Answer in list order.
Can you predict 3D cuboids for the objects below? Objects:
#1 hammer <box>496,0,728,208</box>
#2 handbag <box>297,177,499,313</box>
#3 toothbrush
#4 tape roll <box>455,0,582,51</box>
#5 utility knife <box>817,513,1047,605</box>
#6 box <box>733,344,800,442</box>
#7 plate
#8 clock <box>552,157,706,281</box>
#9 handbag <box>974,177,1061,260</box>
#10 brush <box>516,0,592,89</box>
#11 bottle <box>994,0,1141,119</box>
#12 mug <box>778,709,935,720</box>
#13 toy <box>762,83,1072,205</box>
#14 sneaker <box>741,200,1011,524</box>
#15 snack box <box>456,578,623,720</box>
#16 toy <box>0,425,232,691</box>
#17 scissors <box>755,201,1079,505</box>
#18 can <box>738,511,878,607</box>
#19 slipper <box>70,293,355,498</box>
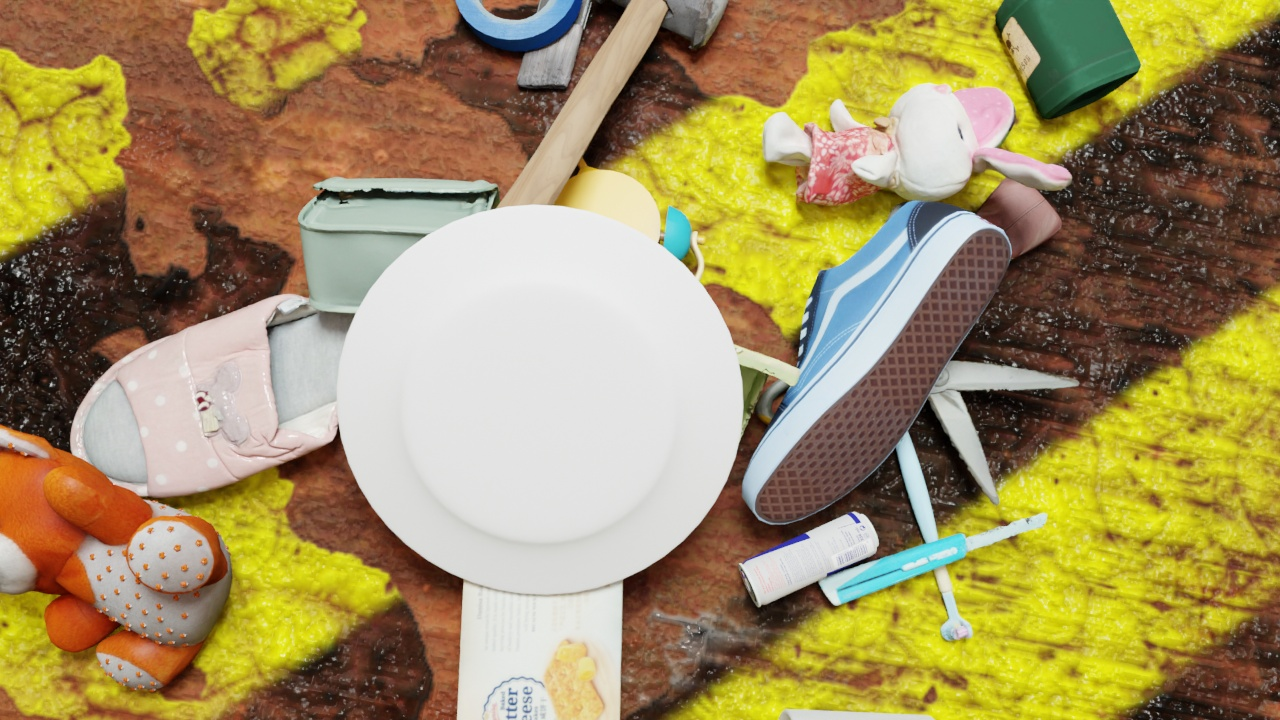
[{"bbox_3d":[-0.033,-0.173,0.612,0.098,0.052,0.327,26,64,0],"label":"hammer"},{"bbox_3d":[-0.159,-0.085,0.614,0.122,0.106,0.067,1,123,-2],"label":"handbag"},{"bbox_3d":[0.204,0.122,0.651,0.022,0.016,0.155,-18,83,32],"label":"toothbrush"},{"bbox_3d":[-0.089,-0.273,0.673,0.091,0.016,0.093,-24,77,3],"label":"tape roll"},{"bbox_3d":[0.202,0.133,0.635,0.162,0.015,0.022,-22,90,4],"label":"utility knife"},{"bbox_3d":[0.000,-0.009,0.605,0.188,0.128,0.066,18,60,-7],"label":"box"},{"bbox_3d":[-0.060,0.031,0.543,0.242,0.016,0.243,0,104,-1],"label":"plate"},{"bbox_3d":[-0.018,-0.082,0.651,0.129,0.044,0.099,43,82,10],"label":"clock"},{"bbox_3d":[0.248,-0.081,0.677,0.119,0.029,0.055,-40,85,-2],"label":"handbag"},{"bbox_3d":[-0.056,-0.271,0.687,0.039,0.012,0.151,14,81,-1],"label":"brush"},{"bbox_3d":[0.307,-0.254,0.682,0.061,0.061,0.131,-22,85,-9],"label":"bottle"},{"bbox_3d":[0.141,0.286,0.601,0.097,0.078,0.112,4,110,-3],"label":"mug"},{"bbox_3d":[0.183,-0.151,0.647,0.194,0.158,0.084,-1,127,5],"label":"toy"},{"bbox_3d":[0.141,-0.003,0.625,0.083,0.098,0.241,30,98,-37],"label":"sneaker"},{"bbox_3d":[-0.063,0.167,0.607,0.104,0.057,0.207,1,82,-3],"label":"snack box"},{"bbox_3d":[-0.344,0.118,0.567,0.172,0.164,0.092,31,38,0],"label":"toy"},{"bbox_3d":[0.187,0.002,0.652,0.230,0.016,0.225,-18,80,2],"label":"scissors"},{"bbox_3d":[0.116,0.137,0.635,0.095,0.032,0.032,-23,85,-6],"label":"can"},{"bbox_3d":[-0.250,0.014,0.616,0.274,0.054,0.114,-21,84,-5],"label":"slipper"}]
